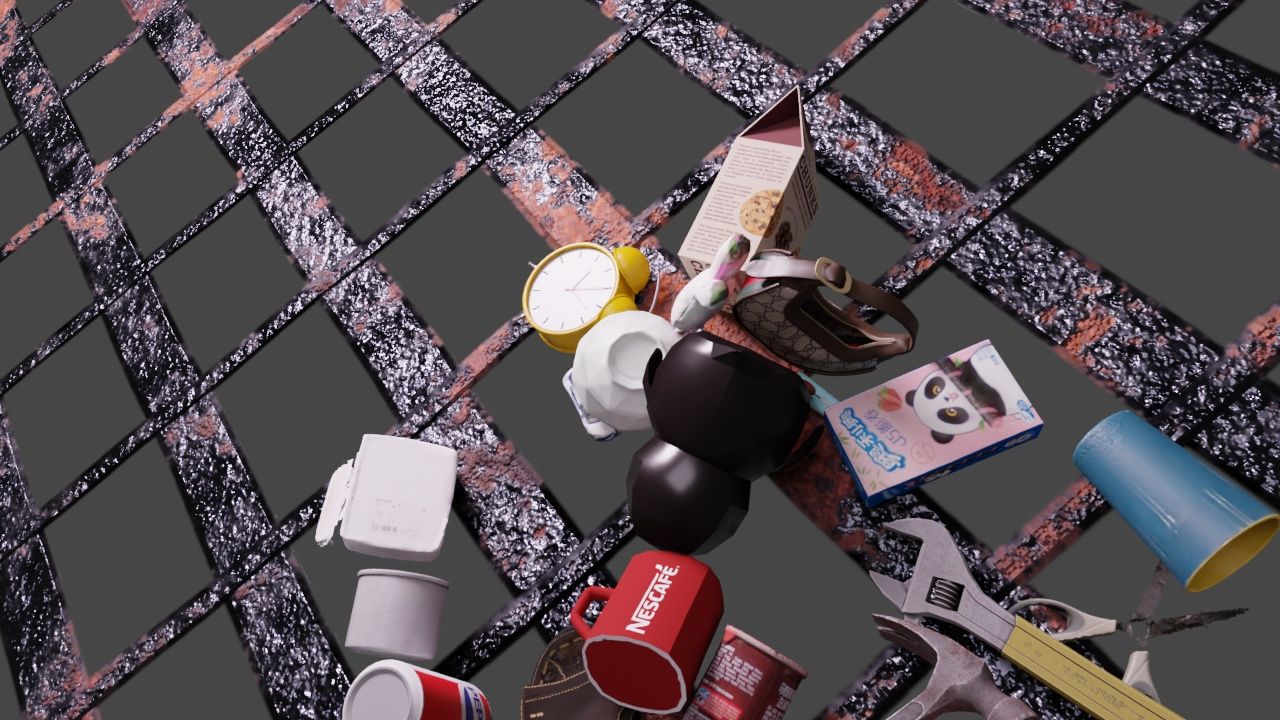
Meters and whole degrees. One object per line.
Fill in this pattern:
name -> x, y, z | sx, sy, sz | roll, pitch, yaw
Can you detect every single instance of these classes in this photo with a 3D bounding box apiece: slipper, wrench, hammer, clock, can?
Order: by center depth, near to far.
hammer -> 0.105, 0.295, 0.635 | 0.314, 0.035, 0.138 | -32, 30, -9
wrench -> 0.287, 0.207, 0.665 | 0.273, 0.018, 0.083 | 30, 82, 32
slipper -> -0.039, 0.334, 0.706 | 0.113, 0.076, 0.267 | -19, 59, 10
can -> -0.178, 0.290, 0.748 | 0.070, 0.132, 0.070 | -9, 61, 16
clock -> -0.052, -0.066, 0.937 | 0.152, 0.052, 0.113 | 0, 64, 25

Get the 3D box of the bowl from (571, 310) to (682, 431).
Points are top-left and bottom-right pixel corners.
bowl -> -0.005, 0.005, 0.848 | 0.117, 0.061, 0.117 | 1, 79, -3

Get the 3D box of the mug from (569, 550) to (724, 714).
mug -> -0.003, 0.212, 0.730 | 0.116, 0.080, 0.096 | 3, 30, 24

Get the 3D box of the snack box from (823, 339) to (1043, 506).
snack box -> 0.240, 0.052, 0.765 | 0.154, 0.033, 0.088 | -24, 60, 2

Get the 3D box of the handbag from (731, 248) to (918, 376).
handbag -> 0.158, -0.042, 0.772 | 0.139, 0.166, 0.063 | -2, 61, 44

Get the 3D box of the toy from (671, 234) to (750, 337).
toy -> 0.056, -0.056, 0.792 | 0.038, 0.123, 0.079 | 36, 60, 1

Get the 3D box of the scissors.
scissors -> 0.348, 0.207, 0.662 | 0.171, 0.012, 0.157 | -4, 63, 19

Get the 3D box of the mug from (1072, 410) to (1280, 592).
mug -> 0.383, 0.097, 0.670 | 0.078, 0.078, 0.121 | -34, 49, 1

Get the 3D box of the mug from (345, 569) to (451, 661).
mug -> -0.227, 0.233, 0.837 | 0.113, 0.084, 0.070 | -24, 53, 49

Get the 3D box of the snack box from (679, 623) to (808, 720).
snack box -> 0.069, 0.274, 0.700 | 0.072, 0.072, 0.121 | 23, 75, 29

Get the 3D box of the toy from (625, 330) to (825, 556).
toy -> 0.053, 0.075, 0.760 | 0.159, 0.140, 0.184 | 25, 89, 13

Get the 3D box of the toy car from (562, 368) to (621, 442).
toy car -> -0.046, 0.038, 0.893 | 0.039, 0.027, 0.089 | -31, 57, 1

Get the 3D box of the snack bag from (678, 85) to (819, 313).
snack bag -> 0.122, -0.155, 0.890 | 0.070, 0.094, 0.206 | 17, 71, 28

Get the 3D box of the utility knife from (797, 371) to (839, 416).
utility knife -> 0.187, 0.057, 0.804 | 0.022, 0.015, 0.141 | -46, 61, -8

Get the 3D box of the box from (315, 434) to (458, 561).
box -> -0.264, 0.145, 0.903 | 0.151, 0.132, 0.107 | 10, 62, -9
